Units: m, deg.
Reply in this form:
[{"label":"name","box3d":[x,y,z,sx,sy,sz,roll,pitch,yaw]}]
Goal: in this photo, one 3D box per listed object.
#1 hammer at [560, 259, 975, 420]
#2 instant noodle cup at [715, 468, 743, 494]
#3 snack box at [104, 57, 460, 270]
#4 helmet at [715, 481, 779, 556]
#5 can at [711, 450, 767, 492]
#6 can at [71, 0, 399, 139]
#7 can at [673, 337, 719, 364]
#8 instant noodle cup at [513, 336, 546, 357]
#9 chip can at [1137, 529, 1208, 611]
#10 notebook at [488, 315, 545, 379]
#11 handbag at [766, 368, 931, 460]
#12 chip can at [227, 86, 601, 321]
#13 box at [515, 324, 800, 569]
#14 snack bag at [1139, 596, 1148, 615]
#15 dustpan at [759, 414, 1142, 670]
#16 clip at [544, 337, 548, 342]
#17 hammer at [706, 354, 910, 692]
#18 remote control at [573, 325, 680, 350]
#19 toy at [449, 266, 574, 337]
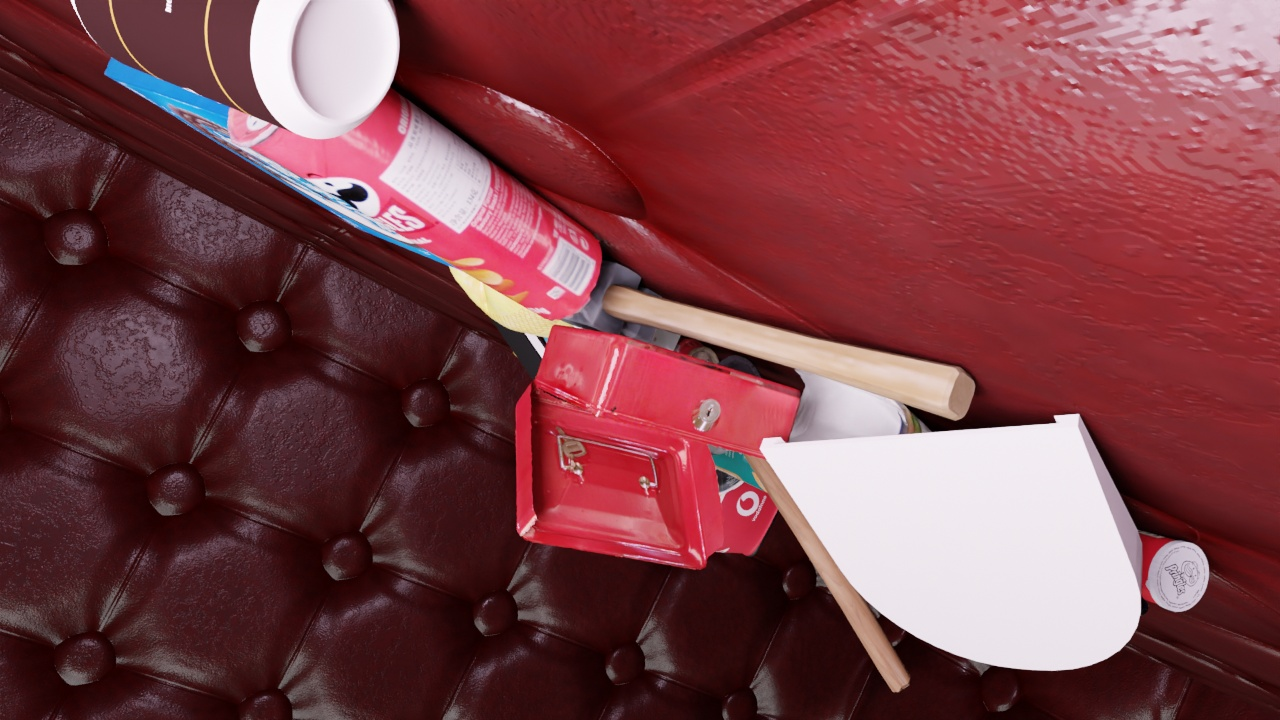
[{"label":"hammer","box3d":[0.060,-0.018,0.610,0.323,0.051,0.117,18,175,41]},{"label":"instant noodle cup","box3d":[0.074,0.079,1.050,0.137,0.137,0.112,25,165,11]},{"label":"snack box","box3d":[-0.215,-0.143,0.648,0.196,0.056,0.238,23,173,35]},{"label":"helmet","box3d":[0.079,0.143,1.229,0.224,0.197,0.271,26,-177,2]},{"label":"can","box3d":[0.109,0.070,0.911,0.144,0.099,0.099,23,173,32]},{"label":"can","box3d":[-0.165,-0.140,0.373,0.129,0.072,0.072,24,174,24]},{"label":"can","box3d":[-0.005,0.005,0.895,0.170,0.067,0.067,9,164,42]},{"label":"instant noodle cup","box3d":[-0.067,0.006,1.172,0.178,0.077,0.179,32,171,5]},{"label":"chip can","box3d":[0.361,0.152,0.769,0.051,0.051,0.215,28,174,-17]},{"label":"notebook","box3d":[-0.148,-0.049,0.997,0.149,0.016,0.207,55,169,-1]},{"label":"handbag","box3d":[0.197,0.101,0.726,0.198,0.096,0.142,41,169,-34]},{"label":"chip can","box3d":[-0.118,-0.099,0.544,0.073,0.073,0.233,21,173,43]},{"label":"box","box3d":[0.010,0.037,0.644,0.157,0.156,0.146,14,-138,-26]},{"label":"snack bag","box3d":[0.306,0.123,0.683,0.155,0.018,0.074,49,174,-4]},{"label":"dustpan","box3d":[0.227,0.117,0.619,0.192,0.053,0.258,-8,130,37]},{"label":"clip","box3d":[-0.094,-0.034,0.923,0.130,0.120,0.031,7,131,40]},{"label":"hammer","box3d":[0.143,0.144,0.800,0.328,0.052,0.097,57,-152,-2]},{"label":"remote control","box3d":[-0.021,-0.036,0.777,0.143,0.049,0.024,31,172,-40]},{"label":"toy","box3d":[-0.105,-0.069,0.819,0.155,0.064,0.171,43,160,-28]}]
